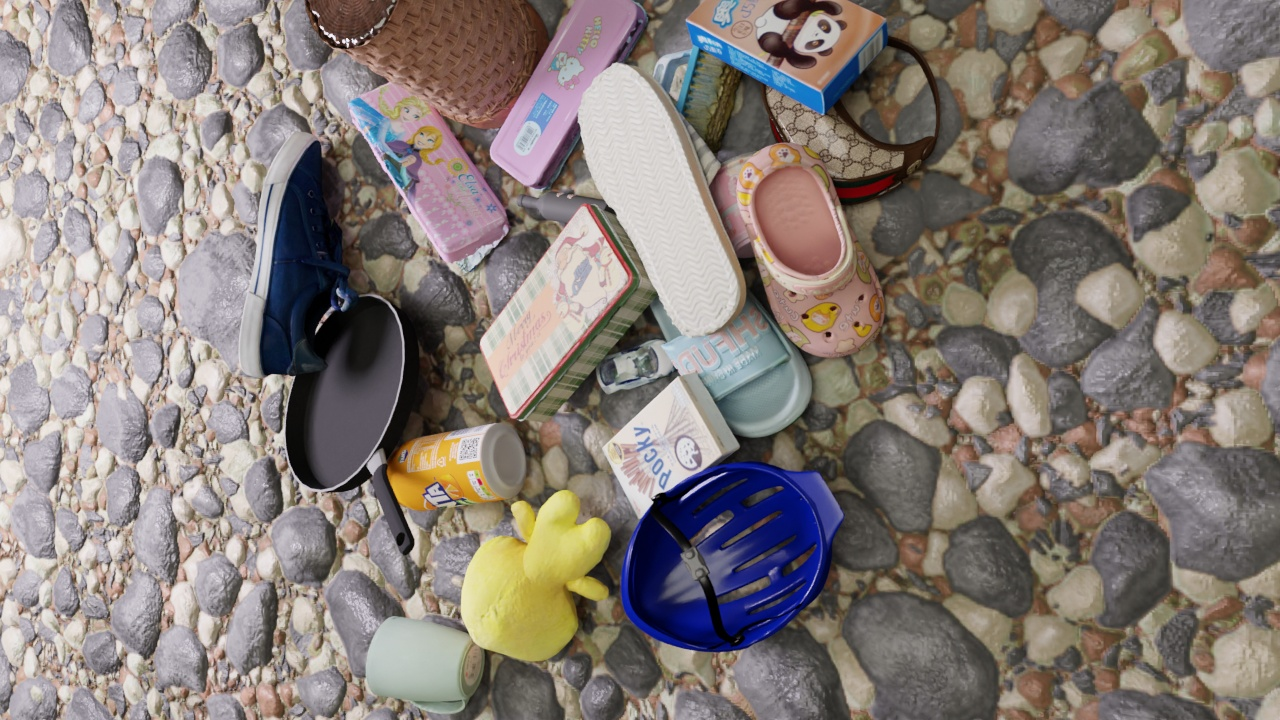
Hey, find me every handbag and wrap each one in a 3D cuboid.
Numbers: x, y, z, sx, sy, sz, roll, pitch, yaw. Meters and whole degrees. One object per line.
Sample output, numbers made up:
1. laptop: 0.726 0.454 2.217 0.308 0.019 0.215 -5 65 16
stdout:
1. handbag: 0.183 -0.225 0.801 0.138 0.063 0.166 -27 71 6

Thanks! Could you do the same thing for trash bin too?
1. trash bin: -0.209 -0.328 0.911 0.151 0.209 0.151 0 89 27

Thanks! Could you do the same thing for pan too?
1. pan: -0.293 0.076 0.981 0.226 0.034 0.356 -51 48 15

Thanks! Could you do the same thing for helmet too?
1. helmet: 0.052 0.171 0.757 0.242 0.227 0.147 -37 73 25

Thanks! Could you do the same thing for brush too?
1. brush: 0.051 -0.267 0.863 0.075 0.055 0.136 19 97 21

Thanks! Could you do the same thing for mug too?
1. mug: -0.224 0.335 0.985 0.104 0.084 0.111 3 118 15

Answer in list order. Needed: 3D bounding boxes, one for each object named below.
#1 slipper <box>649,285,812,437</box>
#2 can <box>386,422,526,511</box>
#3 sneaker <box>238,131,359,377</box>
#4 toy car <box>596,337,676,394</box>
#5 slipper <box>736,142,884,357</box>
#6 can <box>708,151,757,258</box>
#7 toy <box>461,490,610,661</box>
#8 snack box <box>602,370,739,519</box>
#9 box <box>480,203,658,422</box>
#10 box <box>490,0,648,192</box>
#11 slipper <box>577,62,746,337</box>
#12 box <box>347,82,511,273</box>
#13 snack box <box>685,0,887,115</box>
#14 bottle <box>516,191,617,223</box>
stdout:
1. slipper: 0.060 -0.036 0.844 0.104 0.074 0.245 -37 72 23
2. can: -0.196 0.114 0.968 0.143 0.079 0.079 -12 84 26
3. sneaker: -0.373 -0.122 1.055 0.127 0.121 0.294 4 77 -6
4. toy car: -0.005 0.005 0.902 0.090 0.027 0.038 -20 78 25
5. slipper: 0.140 -0.081 0.759 0.093 0.081 0.197 -24 110 12
6. can: 0.102 -0.139 0.828 0.067 0.067 0.076 -22 78 25
7. toy: -0.108 0.219 0.916 0.134 0.092 0.208 44 105 18
8. snack box: 0.024 0.081 0.854 0.150 0.026 0.082 -46 68 46
9. box: -0.074 -0.043 0.897 0.206 0.050 0.117 -48 50 28
10. box: -0.074 -0.279 0.940 0.076 0.036 0.214 39 106 19
11. slipper: 0.022 -0.145 0.820 0.115 0.053 0.272 -42 64 40
12. box: -0.232 -0.202 1.017 0.084 0.077 0.230 -30 71 -15
13. snack box: 0.124 -0.281 0.785 0.151 0.034 0.087 38 80 26
14. bottle: -0.079 -0.157 0.942 0.113 0.030 0.030 14 95 27
